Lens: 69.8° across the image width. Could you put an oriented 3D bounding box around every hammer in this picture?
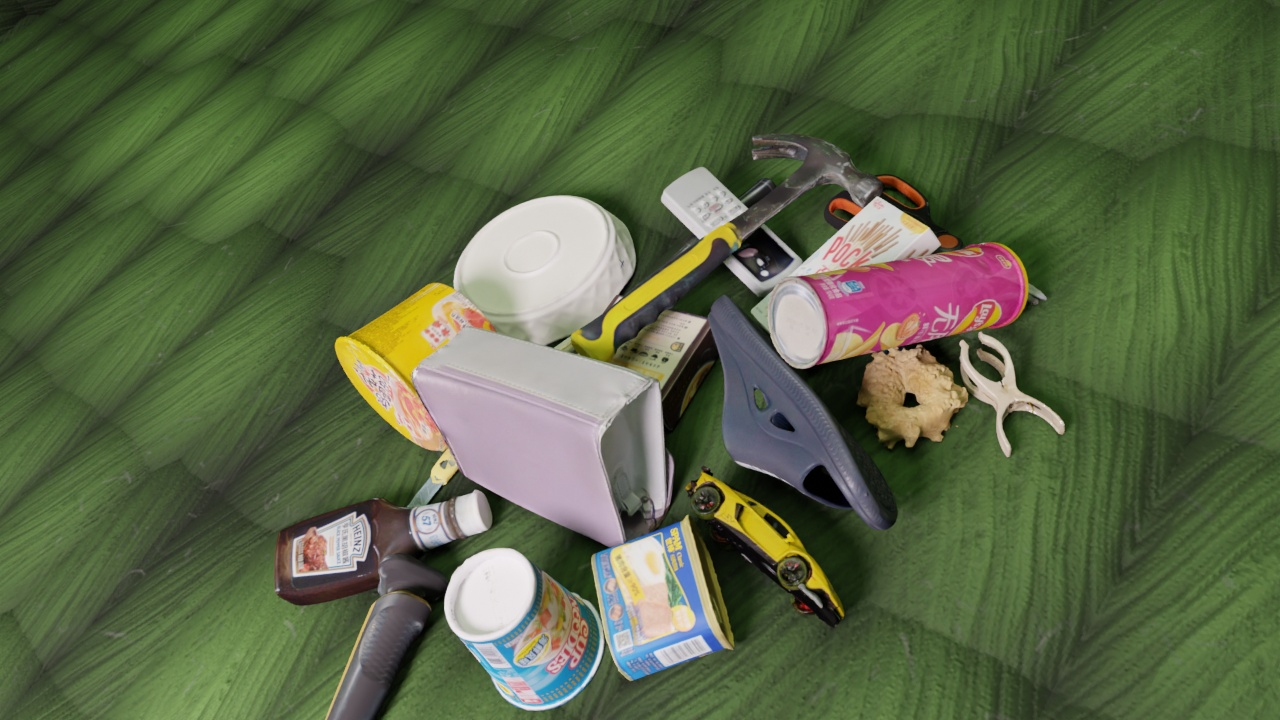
[{"bbox_3d":[0.068,-0.104,0.836,0.322,0.032,0.126,-39,63,-17],"label":"hammer"}]

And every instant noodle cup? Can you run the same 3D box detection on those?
[{"bbox_3d":[-0.091,0.195,0.684,0.099,0.110,0.099,-11,51,14],"label":"instant noodle cup"},{"bbox_3d":[-0.204,0.000,0.880,0.138,0.138,0.109,24,55,35],"label":"instant noodle cup"}]

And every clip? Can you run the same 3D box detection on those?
[{"bbox_3d":[0.283,0.026,0.721,0.071,0.035,0.100,-25,56,1],"label":"clip"}]

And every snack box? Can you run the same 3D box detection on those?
[{"bbox_3d":[-0.005,0.005,0.840,0.113,0.053,0.125,17,61,33],"label":"snack box"},{"bbox_3d":[0.177,-0.071,0.808,0.157,0.027,0.084,-43,34,6],"label":"snack box"}]

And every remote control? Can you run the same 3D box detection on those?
[{"bbox_3d":[0.088,-0.126,0.885,0.058,0.021,0.150,-36,72,-24],"label":"remote control"}]

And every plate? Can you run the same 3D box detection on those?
[{"bbox_3d":[-0.109,-0.101,0.975,0.205,0.045,0.204,-12,50,14],"label":"plate"}]

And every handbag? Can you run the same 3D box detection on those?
[{"bbox_3d":[-0.076,0.062,0.766,0.197,0.145,0.098,17,40,31],"label":"handbag"}]

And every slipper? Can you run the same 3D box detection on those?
[{"bbox_3d":[0.109,0.050,0.735,0.083,0.110,0.268,-41,41,10],"label":"slipper"}]

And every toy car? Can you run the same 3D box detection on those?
[{"bbox_3d":[0.093,0.138,0.681,0.041,0.071,0.156,-45,52,-10],"label":"toy car"}]

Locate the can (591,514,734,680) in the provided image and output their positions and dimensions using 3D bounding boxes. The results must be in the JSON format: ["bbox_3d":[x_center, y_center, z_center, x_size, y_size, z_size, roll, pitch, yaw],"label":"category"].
[{"bbox_3d":[0.015,0.179,0.691,0.083,0.057,0.102,-22,48,8],"label":"can"}]

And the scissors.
[{"bbox_3d":[0.256,-0.100,0.832,0.142,0.022,0.234,-15,45,-5],"label":"scissors"}]

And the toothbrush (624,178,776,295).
[{"bbox_3d":[0.061,-0.117,0.903,0.027,0.026,0.212,23,53,42],"label":"toothbrush"}]

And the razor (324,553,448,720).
[{"bbox_3d":[-0.215,0.242,0.744,0.068,0.062,0.167,-16,47,52],"label":"razor"}]

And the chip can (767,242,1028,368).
[{"bbox_3d":[0.204,-0.045,0.718,0.210,0.072,0.071,-11,42,-27],"label":"chip can"}]

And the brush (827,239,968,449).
[{"bbox_3d":[0.207,-0.027,0.794,0.083,0.046,0.254,-21,44,11],"label":"brush"}]

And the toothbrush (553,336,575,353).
[{"bbox_3d":[-0.027,-0.045,0.913,0.191,0.016,0.018,-37,4,-9],"label":"toothbrush"}]

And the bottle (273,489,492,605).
[{"bbox_3d":[-0.228,0.159,0.815,0.195,0.044,0.079,-17,55,8],"label":"bottle"}]

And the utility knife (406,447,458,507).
[{"bbox_3d":[-0.165,0.081,0.872,0.031,0.022,0.210,23,74,41],"label":"utility knife"}]
